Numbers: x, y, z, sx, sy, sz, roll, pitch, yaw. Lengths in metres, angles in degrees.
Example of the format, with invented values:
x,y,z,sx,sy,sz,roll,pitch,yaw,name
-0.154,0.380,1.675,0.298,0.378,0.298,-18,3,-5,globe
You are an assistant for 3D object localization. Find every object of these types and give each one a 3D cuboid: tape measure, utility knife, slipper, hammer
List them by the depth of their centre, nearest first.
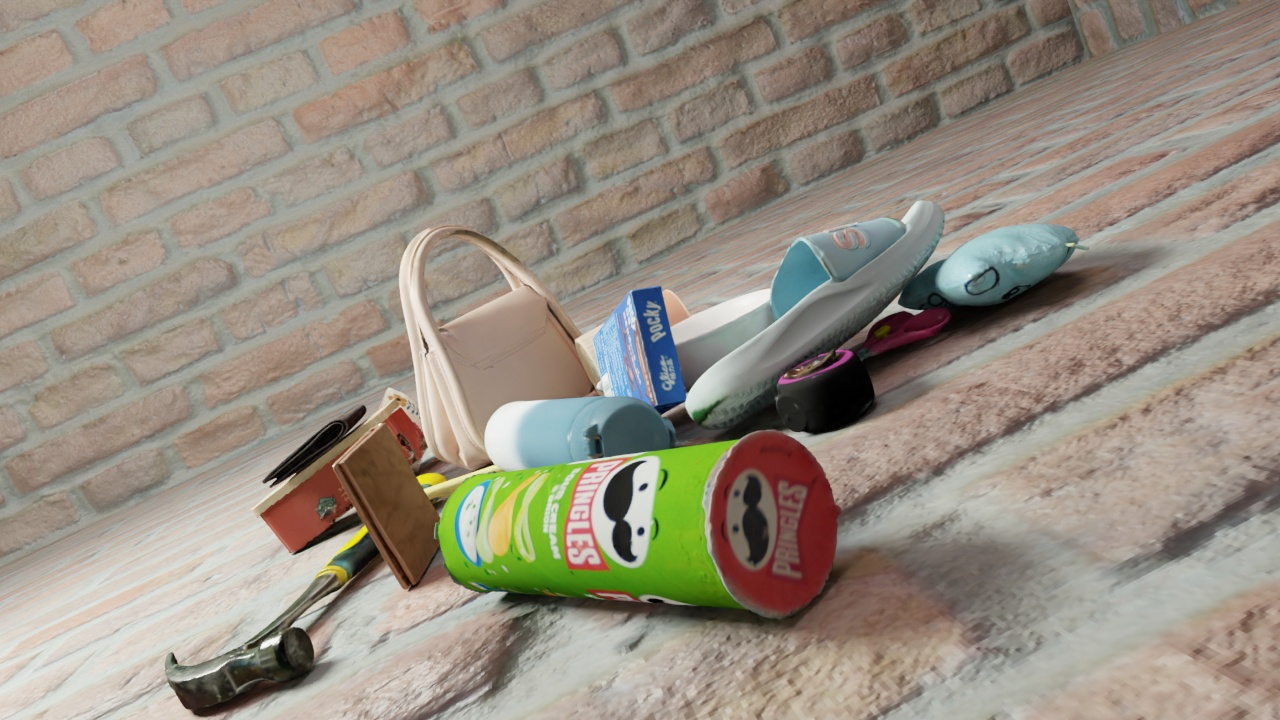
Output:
x,y,z,sx,sy,sz,roll,pitch,yaw,name
0.113,0.017,0.568,0.058,0.039,0.057,-21,9,24,tape measure
0.119,-0.040,0.656,0.244,0.074,0.104,-36,-15,-22,slipper
-0.231,0.158,0.698,0.126,0.032,0.322,-21,9,15,hammer
-0.145,0.100,0.775,0.172,0.019,0.031,-22,8,-40,utility knife

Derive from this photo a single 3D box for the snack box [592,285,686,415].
x,y,z,sx,sy,sz,roll,pitch,yaw,name
-0.004,0.004,0.707,0.026,0.084,0.157,-10,-8,-15,snack box

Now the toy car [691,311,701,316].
x,y,z,sx,sy,sz,roll,pitch,yaw,name
0.041,-0.034,1.097,0.121,0.037,0.054,-21,9,3,toy car

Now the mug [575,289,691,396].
x,y,z,sx,sy,sz,roll,pitch,yaw,name
-0.002,-0.006,0.926,0.105,0.081,0.115,-28,-12,-12,mug

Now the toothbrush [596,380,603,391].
x,y,z,sx,sy,sz,roll,pitch,yaw,name
0.060,-0.013,0.871,0.220,0.026,0.026,-21,-12,-12,toothbrush

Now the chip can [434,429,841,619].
x,y,z,sx,sy,sz,roll,pitch,yaw,name
-0.017,0.081,0.443,0.072,0.072,0.237,-31,10,-38,chip can

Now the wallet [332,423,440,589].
x,y,z,sx,sy,sz,roll,pitch,yaw,name
-0.180,0.103,0.665,0.020,0.101,0.115,-28,10,1,wallet

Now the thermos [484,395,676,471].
x,y,z,sx,sy,sz,roll,pitch,yaw,name
-0.052,0.060,0.695,0.070,0.070,0.221,-29,10,-27,thermos

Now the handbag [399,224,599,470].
x,y,z,sx,sy,sz,roll,pitch,yaw,name
-0.154,-0.027,0.917,0.094,0.234,0.192,-15,13,40,handbag

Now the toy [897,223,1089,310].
x,y,z,sx,sy,sz,roll,pitch,yaw,name
0.251,-0.066,0.660,0.161,0.050,0.157,-20,-3,-41,toy

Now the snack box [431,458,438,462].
x,y,z,sx,sy,sz,roll,pitch,yaw,name
-0.181,0.063,1.089,0.127,0.044,0.113,-21,9,23,snack box

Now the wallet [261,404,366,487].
x,y,z,sx,sy,sz,roll,pitch,yaw,name
-0.320,0.084,0.913,0.096,0.020,0.122,-38,7,-4,wallet

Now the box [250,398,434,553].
x,y,z,sx,sy,sz,roll,pitch,yaw,name
-0.298,0.123,0.942,0.168,0.079,0.091,-37,8,1,box

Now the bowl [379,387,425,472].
x,y,z,sx,sy,sz,roll,pitch,yaw,name
-0.275,0.092,1.046,0.062,0.113,0.113,16,2,-11,bowl

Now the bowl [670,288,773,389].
x,y,z,sx,sy,sz,roll,pitch,yaw,name
0.068,-0.005,0.745,0.118,0.065,0.118,-24,9,4,bowl

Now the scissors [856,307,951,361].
x,y,z,sx,sy,sz,roll,pitch,yaw,name
0.162,-0.003,0.646,0.137,0.017,0.096,-34,13,-28,scissors
